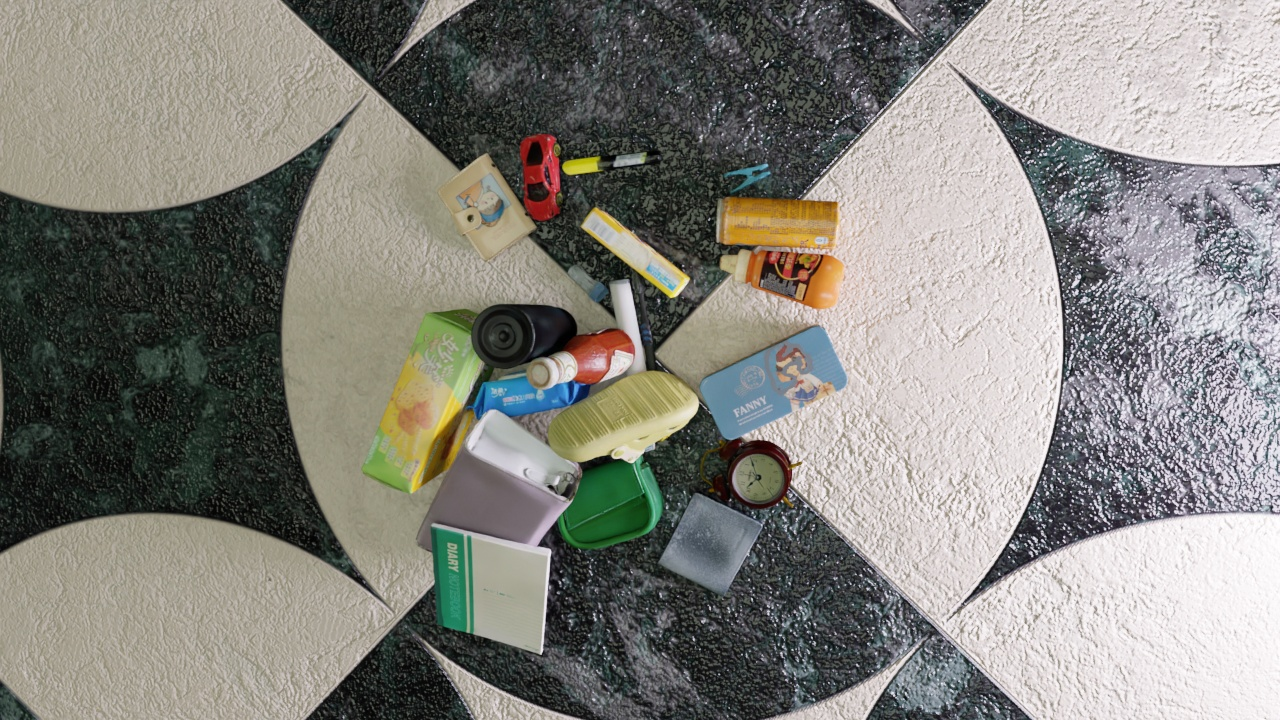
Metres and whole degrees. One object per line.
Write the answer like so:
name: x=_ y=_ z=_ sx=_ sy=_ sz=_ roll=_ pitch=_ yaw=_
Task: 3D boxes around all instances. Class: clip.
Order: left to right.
clip: x=-0.068 y=-0.100 z=1.164 sx=0.058 sy=0.045 sz=0.027 roll=44 pitch=101 yaw=10
clip: x=0.132 y=-0.227 z=1.131 sx=0.056 sy=0.013 sz=0.039 roll=-21 pitch=93 yaw=8

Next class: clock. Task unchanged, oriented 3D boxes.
clock: x=0.135 y=0.140 z=1.143 sx=0.122 sy=0.055 sz=0.082 roll=12 pitch=97 yaw=7

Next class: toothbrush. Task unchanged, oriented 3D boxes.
toothbrush: x=-0.007 y=0.007 z=1.163 sx=0.026 sy=0.027 sz=0.221 roll=-13 pitch=95 yaw=-25
toothbrush: x=0.009 y=-0.023 z=1.164 sx=0.014 sy=0.016 sz=0.189 roll=-8 pitch=95 yaw=11

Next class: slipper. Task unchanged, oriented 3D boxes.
slipper: x=-0.022 y=0.079 z=1.118 sx=0.190 sy=0.082 sz=0.091 roll=-21 pitch=51 yaw=-18

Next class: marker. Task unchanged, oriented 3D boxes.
marker: x=-0.036 y=-0.248 z=1.150 sx=0.124 sy=0.015 sz=0.018 roll=-7 pitch=89 yaw=4

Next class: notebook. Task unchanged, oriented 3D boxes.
notebook: x=-0.191 y=0.291 z=1.162 sx=0.150 sy=0.012 sz=0.210 roll=13 pitch=130 yaw=6

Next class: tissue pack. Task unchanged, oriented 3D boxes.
tissue pack: x=-0.136 y=0.037 z=1.147 sx=0.157 sy=0.095 sz=0.052 roll=-11 pitch=93 yaw=10

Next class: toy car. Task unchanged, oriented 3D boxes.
toy car: x=-0.125 y=-0.228 z=1.146 sx=0.049 sy=0.031 sz=0.106 roll=1 pitch=98 yaw=29

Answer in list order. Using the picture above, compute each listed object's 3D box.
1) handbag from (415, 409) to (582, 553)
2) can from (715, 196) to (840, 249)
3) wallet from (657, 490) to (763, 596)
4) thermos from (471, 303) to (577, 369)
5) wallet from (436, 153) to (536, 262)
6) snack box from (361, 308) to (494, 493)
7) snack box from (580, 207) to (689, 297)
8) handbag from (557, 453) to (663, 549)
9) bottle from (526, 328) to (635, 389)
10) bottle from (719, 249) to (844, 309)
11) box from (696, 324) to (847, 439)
handbag: x=-0.173 y=0.173 z=1.130 sx=0.145 sy=0.098 sz=0.198 roll=33 pitch=127 yaw=-1
can: x=0.166 y=-0.166 z=1.110 sx=0.146 sy=0.058 sz=0.058 roll=4 pitch=95 yaw=7
wallet: x=0.088 y=0.232 z=1.164 sx=0.097 sy=0.019 sz=0.121 roll=26 pitch=112 yaw=2
thermos: x=-0.135 y=-0.025 z=1.065 sx=0.090 sy=0.242 sz=0.068 roll=-35 pitch=88 yaw=7
wallet: x=-0.199 y=-0.192 z=1.170 sx=0.087 sy=0.024 sz=0.115 roll=-34 pitch=92 yaw=3
snack box: x=-0.247 y=0.045 z=1.128 sx=0.070 sy=0.157 sz=0.210 roll=25 pitch=97 yaw=3
snack box: x=-0.004 y=-0.131 z=1.119 sx=0.140 sy=0.087 sz=0.034 roll=40 pitch=98 yaw=2
handbag: x=-0.041 y=0.174 z=1.166 sx=0.131 sy=0.068 sz=0.120 roll=-16 pitch=85 yaw=9
bottle: x=-0.068 y=0.001 z=1.059 sx=0.060 sy=0.205 sz=0.060 roll=4 pitch=99 yaw=22
bottle: x=0.170 y=-0.106 z=1.117 sx=0.149 sy=0.066 sz=0.067 roll=13 pitch=96 yaw=12
box: x=0.158 y=0.028 z=1.129 sx=0.184 sy=0.059 sz=0.090 roll=-28 pitch=91 yaw=7
